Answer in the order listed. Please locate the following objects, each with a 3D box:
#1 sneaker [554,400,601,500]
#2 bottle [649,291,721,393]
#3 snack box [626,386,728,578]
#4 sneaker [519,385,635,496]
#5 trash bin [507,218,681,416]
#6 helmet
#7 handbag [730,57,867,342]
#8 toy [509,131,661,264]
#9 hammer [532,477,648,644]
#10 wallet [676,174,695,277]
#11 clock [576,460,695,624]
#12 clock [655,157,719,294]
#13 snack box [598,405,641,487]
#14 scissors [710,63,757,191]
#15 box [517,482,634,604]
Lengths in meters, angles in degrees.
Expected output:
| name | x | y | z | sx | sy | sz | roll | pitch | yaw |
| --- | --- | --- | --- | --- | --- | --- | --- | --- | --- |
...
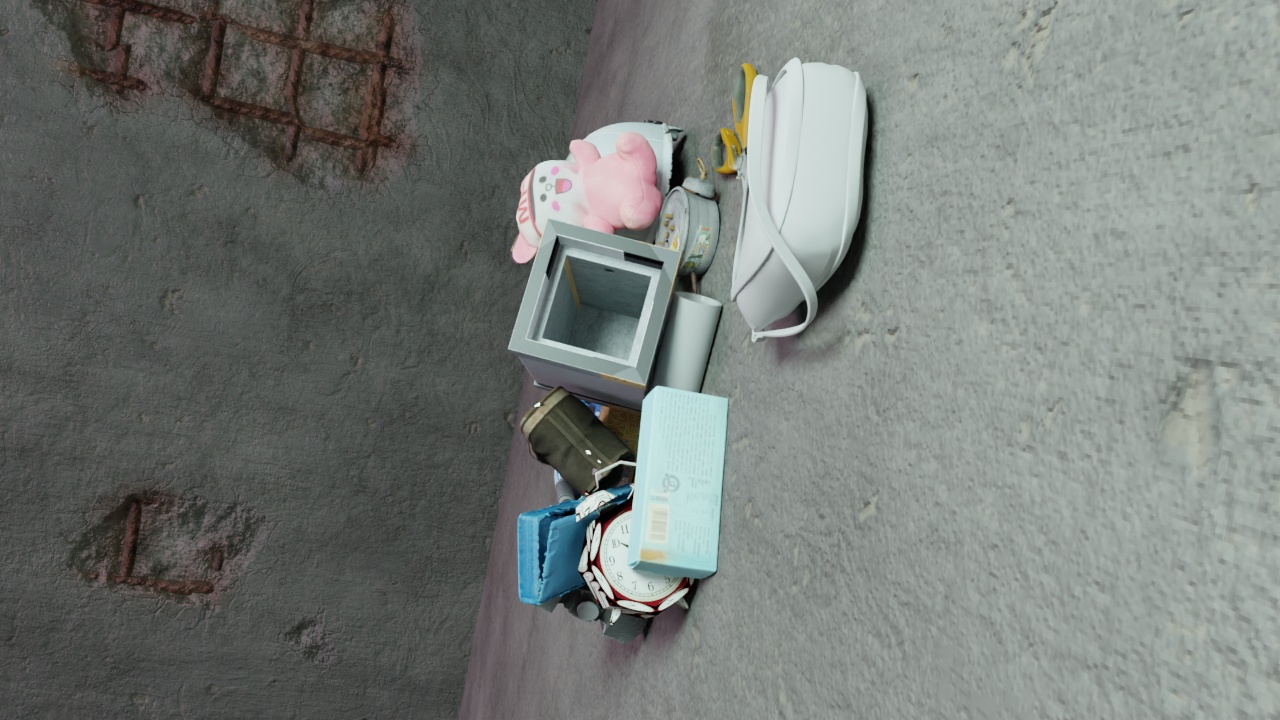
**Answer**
| name | x | y | z | sx | sy | sz | roll | pitch | yaw |
| --- | --- | --- | --- | --- | --- | --- | --- | --- | --- |
| sneaker | -0.074 | 0.117 | 1.370 | 0.098 | 0.083 | 0.240 | 115 | 164 | -50 |
| bottle | 0.038 | 0.026 | 0.991 | 0.052 | 0.052 | 0.195 | -117 | 39 | -71 |
| snack box | 0.036 | 0.115 | 0.874 | 0.053 | 0.075 | 0.174 | 129 | 149 | -67 |
| sneaker | -0.069 | 0.114 | 1.126 | 0.095 | 0.120 | 0.235 | -43 | -12 | -14 |
| trash bin | -0.045 | -0.037 | 1.044 | 0.247 | 0.142 | 0.142 | 88 | -163 | -79 |
| helmet | -0.041 | -0.227 | 1.289 | 0.264 | 0.163 | 0.236 | -166 | 86 | -83 |
| handbag | 0.102 | -0.109 | 0.737 | 0.223 | 0.095 | 0.215 | 118 | 162 | -70 |
| toy | -0.074 | -0.199 | 1.145 | 0.214 | 0.084 | 0.141 | -12 | 74 | 29 |
| hammer | -0.083 | 0.217 | 1.133 | 0.043 | 0.156 | 0.322 | -58 | 18 | 12 |
| wallet | 0.056 | -0.173 | 1.178 | 0.120 | 0.013 | 0.088 | -94 | 24 | -50 |
| clock | -0.007 | 0.176 | 0.907 | 0.065 | 0.114 | 0.154 | 128 | 133 | -66 |
| clock | 0.054 | -0.160 | 1.060 | 0.104 | 0.056 | 0.148 | -124 | 44 | -64 |
| snack box | -0.041 | 0.149 | 1.243 | 0.057 | 0.056 | 0.207 | -149 | 71 | -75 |
| scissors | 0.105 | -0.212 | 0.984 | 0.162 | 0.016 | 0.225 | 118 | 157 | -55 |
| box | -0.048 | 0.191 | 0.982 | 0.231 | 0.049 | 0.093 | 0 | -91 | -62 |
